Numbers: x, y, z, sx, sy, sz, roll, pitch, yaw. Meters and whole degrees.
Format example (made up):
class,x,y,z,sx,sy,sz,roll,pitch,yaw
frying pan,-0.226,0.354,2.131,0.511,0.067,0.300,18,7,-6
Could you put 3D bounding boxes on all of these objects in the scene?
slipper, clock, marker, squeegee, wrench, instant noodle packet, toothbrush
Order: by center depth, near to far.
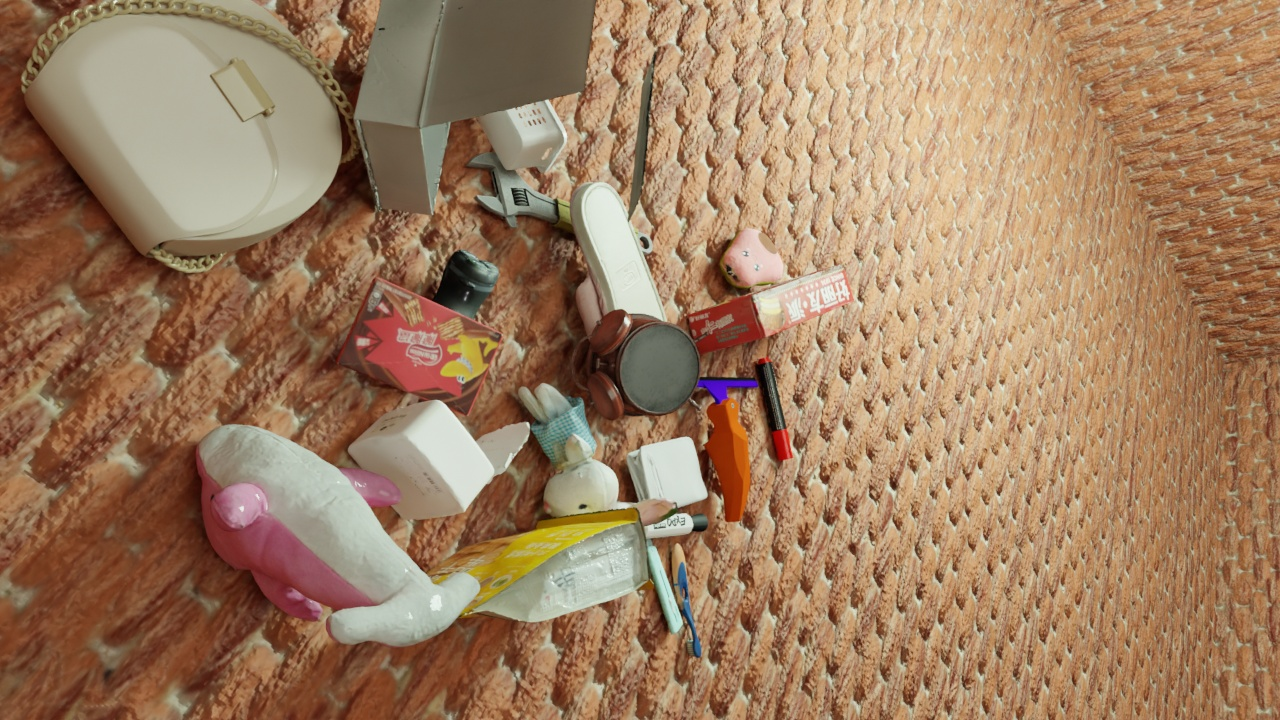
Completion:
class,x,y,z,sx,sy,sz,roll,pitch,yaw
instant noodle packet,-0.121,0.205,0.839,0.221,0.163,0.084,-10,87,-45
clock,-0.006,0.006,1.012,0.157,0.072,0.120,4,92,-27
slipper,-0.031,-0.075,1.083,0.113,0.055,0.274,-32,111,-49
wrench,-0.087,-0.173,1.083,0.273,0.018,0.083,13,65,-41
marker,0.038,0.196,1.091,0.125,0.025,0.025,7,74,-49
toothbrush,0.053,0.286,1.095,0.021,0.017,0.135,0,76,-49
squeegee,0.111,0.112,1.165,0.249,0.055,0.184,2,83,-57
marker,0.188,0.067,1.286,0.023,0.021,0.145,-3,79,-68

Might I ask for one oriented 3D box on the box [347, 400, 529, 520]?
class,x,y,z,sx,sy,sz,roll,pitch,yaw
box,-0.173,0.078,0.864,0.124,0.109,0.136,55,48,-20

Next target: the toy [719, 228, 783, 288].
class,x,y,z,sx,sy,sz,roll,pitch,yaw
toy,0.153,-0.136,1.287,0.109,0.051,0.090,-40,98,-39

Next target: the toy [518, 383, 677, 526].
class,x,y,z,sx,sy,sz,roll,pitch,yaw
toy,-0.068,0.113,0.971,0.105,0.131,0.205,-41,102,-27

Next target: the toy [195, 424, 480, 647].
class,x,y,z,sx,sy,sz,roll,pitch,yaw
toy,-0.259,0.151,0.717,0.186,0.266,0.128,-1,120,-64

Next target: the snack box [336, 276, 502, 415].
class,x,y,z,sx,sy,sz,roll,pitch,yaw
snack box,-0.208,-0.012,0.874,0.133,0.021,0.089,25,84,-23

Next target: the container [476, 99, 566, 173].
class,x,y,z,sx,sy,sz,roll,pitch,yaw
container,-0.141,-0.271,1.006,0.049,0.081,0.129,-26,84,-31

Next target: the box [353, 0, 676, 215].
class,x,y,z,sx,sy,sz,roll,pitch,yaw
box,-0.142,-0.267,0.803,0.150,0.370,0.166,24,63,-42

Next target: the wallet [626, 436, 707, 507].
class,x,y,z,sx,sy,sz,roll,pitch,yaw
wallet,0.030,0.138,1.097,0.116,0.032,0.086,0,72,-53

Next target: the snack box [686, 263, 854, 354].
class,x,y,z,sx,sy,sz,roll,pitch,yaw
snack box,0.182,-0.071,1.253,0.235,0.113,0.060,-21,94,-46

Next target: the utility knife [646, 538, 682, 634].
class,x,y,z,sx,sy,sz,roll,pitch,yaw
utility knife,0.022,0.255,1.074,0.022,0.015,0.129,-17,87,-49

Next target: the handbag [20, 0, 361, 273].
class,x,y,z,sx,sy,sz,roll,pitch,yaw
handbag,-0.369,-0.198,0.769,0.208,0.104,0.211,-43,109,-34

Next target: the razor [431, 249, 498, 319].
class,x,y,z,sx,sy,sz,roll,pitch,yaw
razor,-0.188,-0.045,0.914,0.053,0.064,0.140,26,70,-13
